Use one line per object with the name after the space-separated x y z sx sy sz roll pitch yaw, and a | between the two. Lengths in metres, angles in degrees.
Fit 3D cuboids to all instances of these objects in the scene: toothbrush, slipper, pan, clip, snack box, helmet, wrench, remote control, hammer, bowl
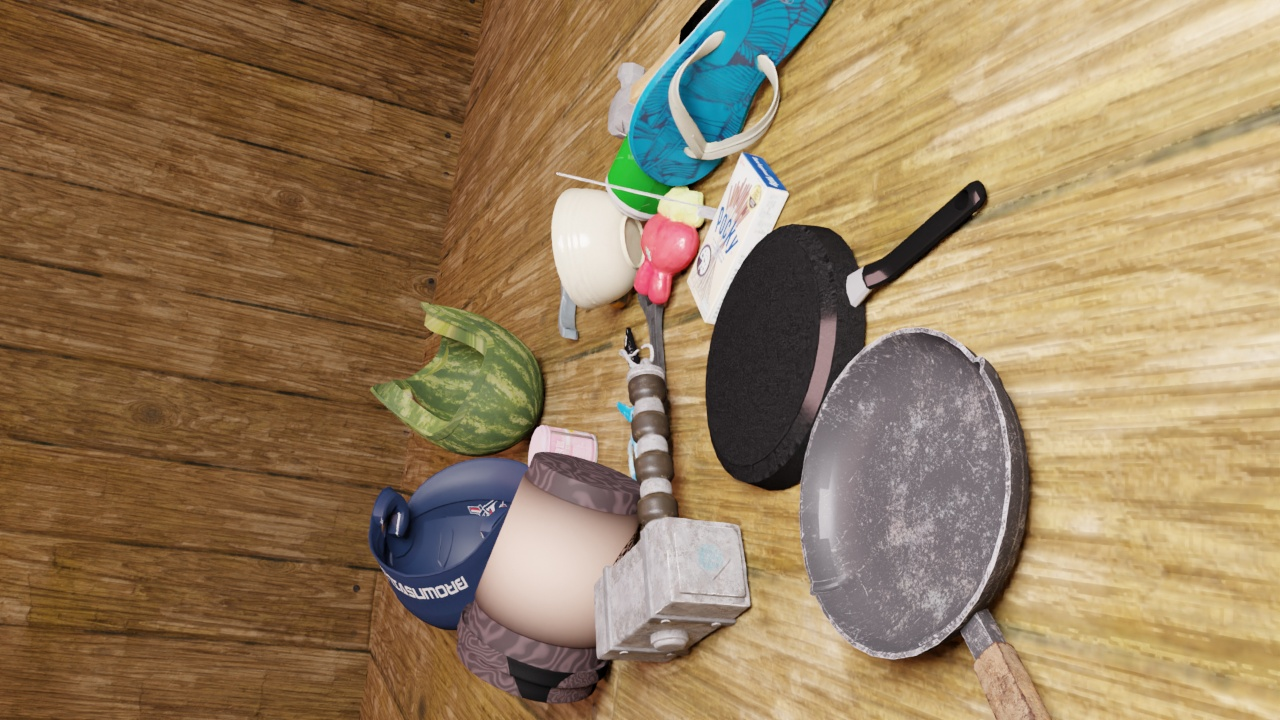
0.002 -0.165 0.929 0.010 0.181 0.010 -110 34 -64 | toothbrush
0.075 -0.260 0.888 0.296 0.118 0.060 -46 30 48 | slipper
0.137 -0.034 0.719 0.357 0.034 0.225 131 144 -55 | pan
-0.098 -0.102 1.370 0.165 0.032 0.165 135 143 -62 | clip
0.091 -0.116 0.891 0.081 0.026 0.150 -108 34 -54 | snack box
-0.268 0.042 1.457 0.213 0.247 0.243 -59 -19 1 | helmet
0.019 -0.006 1.040 0.073 0.018 0.272 124 149 -53 | wrench
-0.006 0.006 1.088 0.140 0.009 0.030 -106 19 -58 | remote control
0.014 0.113 0.883 0.177 0.079 0.325 127 146 -49 | hammer
-0.245 0.256 1.327 0.223 0.233 0.271 70 -149 -47 | helmet
0.180 0.129 0.514 0.356 0.040 0.208 -106 34 -49 | pan
-0.040 -0.140 1.115 0.075 0.150 0.150 -5 68 24 | bowl
0.049 -0.368 1.084 0.329 0.039 0.131 -31 46 57 | hammer

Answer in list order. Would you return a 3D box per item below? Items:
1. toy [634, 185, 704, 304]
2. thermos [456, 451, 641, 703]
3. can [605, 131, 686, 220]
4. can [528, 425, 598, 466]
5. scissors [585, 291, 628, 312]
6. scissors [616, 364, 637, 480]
0.032 -0.129 1.022 0.092 0.045 0.135 31 104 56 | toy
-0.090 0.228 1.001 0.173 0.172 0.226 29 102 69 | thermos
0.021 -0.234 1.051 0.140 0.087 0.087 122 151 -44 | can
-0.102 0.123 1.204 0.067 0.076 0.067 -169 91 -70 | can
-0.037 -0.151 1.264 0.225 0.016 0.230 -124 48 -65 | scissors
-0.001 0.069 1.019 0.140 0.011 0.134 170 98 -70 | scissors
